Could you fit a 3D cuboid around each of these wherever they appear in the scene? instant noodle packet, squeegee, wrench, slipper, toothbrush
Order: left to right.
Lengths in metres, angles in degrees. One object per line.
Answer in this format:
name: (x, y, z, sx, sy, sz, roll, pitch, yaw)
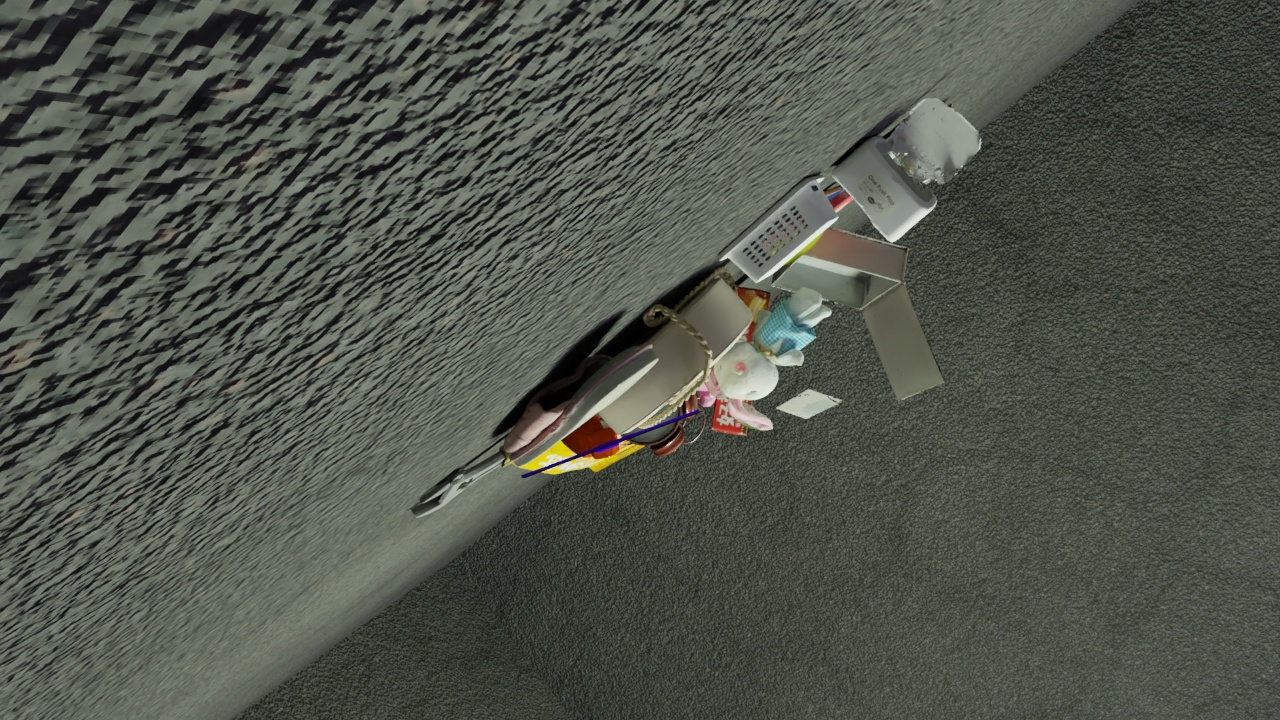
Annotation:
wrench: (-0.152, 0.109, 1.106, 0.272, 0.018, 0.084, -30, 167, -24)
slipper: (-0.072, 0.041, 0.956, 0.113, 0.054, 0.275, -35, 178, -39)
instant noodle packet: (-0.093, 0.127, 1.479, 0.163, 0.084, 0.221, -29, 165, 31)
squeegee: (-0.071, 0.098, 1.194, 0.249, 0.055, 0.185, -18, -161, -27)
toothbrush: (0.265, -0.228, 1.199, 0.134, 0.017, 0.022, -35, 173, -41)

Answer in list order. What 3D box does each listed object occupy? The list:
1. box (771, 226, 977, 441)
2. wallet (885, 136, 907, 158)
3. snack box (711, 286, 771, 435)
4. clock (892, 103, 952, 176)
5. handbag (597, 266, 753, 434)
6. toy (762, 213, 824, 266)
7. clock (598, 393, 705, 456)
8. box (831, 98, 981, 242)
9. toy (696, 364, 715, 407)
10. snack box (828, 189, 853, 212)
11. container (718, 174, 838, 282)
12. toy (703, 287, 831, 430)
box: (0.365, -0.063, 1.413, 0.150, 0.369, 0.167, -37, 175, -13)
wallet: (0.316, -0.264, 1.144, 0.116, 0.032, 0.086, -39, 178, -1)
snack box: (0.164, -0.002, 1.511, 0.113, 0.060, 0.236, -37, 137, -84)
clock: (0.376, -0.284, 1.275, 0.103, 0.056, 0.148, -35, 172, -44)
handbag: (0.030, -0.012, 1.084, 0.211, 0.103, 0.208, -40, -177, 25)
toy: (0.172, -0.141, 1.101, 0.090, 0.051, 0.110, -35, 178, -12)
clock: (0.020, 0.072, 1.351, 0.072, 0.157, 0.121, -115, -133, -75)
box: (0.304, -0.219, 1.011, 0.137, 0.109, 0.123, -40, 177, 31)
toy: (0.084, 0.014, 1.479, 0.186, 0.128, 0.265, -41, 175, -1)
snack box: (0.271, -0.220, 1.300, 0.132, 0.021, 0.089, -37, 176, -18)
container: (0.154, -0.137, 0.988, 0.129, 0.049, 0.080, -41, 175, 28)
toy: (0.152, -0.003, 1.116, 0.206, 0.131, 0.105, -49, 168, 27)
